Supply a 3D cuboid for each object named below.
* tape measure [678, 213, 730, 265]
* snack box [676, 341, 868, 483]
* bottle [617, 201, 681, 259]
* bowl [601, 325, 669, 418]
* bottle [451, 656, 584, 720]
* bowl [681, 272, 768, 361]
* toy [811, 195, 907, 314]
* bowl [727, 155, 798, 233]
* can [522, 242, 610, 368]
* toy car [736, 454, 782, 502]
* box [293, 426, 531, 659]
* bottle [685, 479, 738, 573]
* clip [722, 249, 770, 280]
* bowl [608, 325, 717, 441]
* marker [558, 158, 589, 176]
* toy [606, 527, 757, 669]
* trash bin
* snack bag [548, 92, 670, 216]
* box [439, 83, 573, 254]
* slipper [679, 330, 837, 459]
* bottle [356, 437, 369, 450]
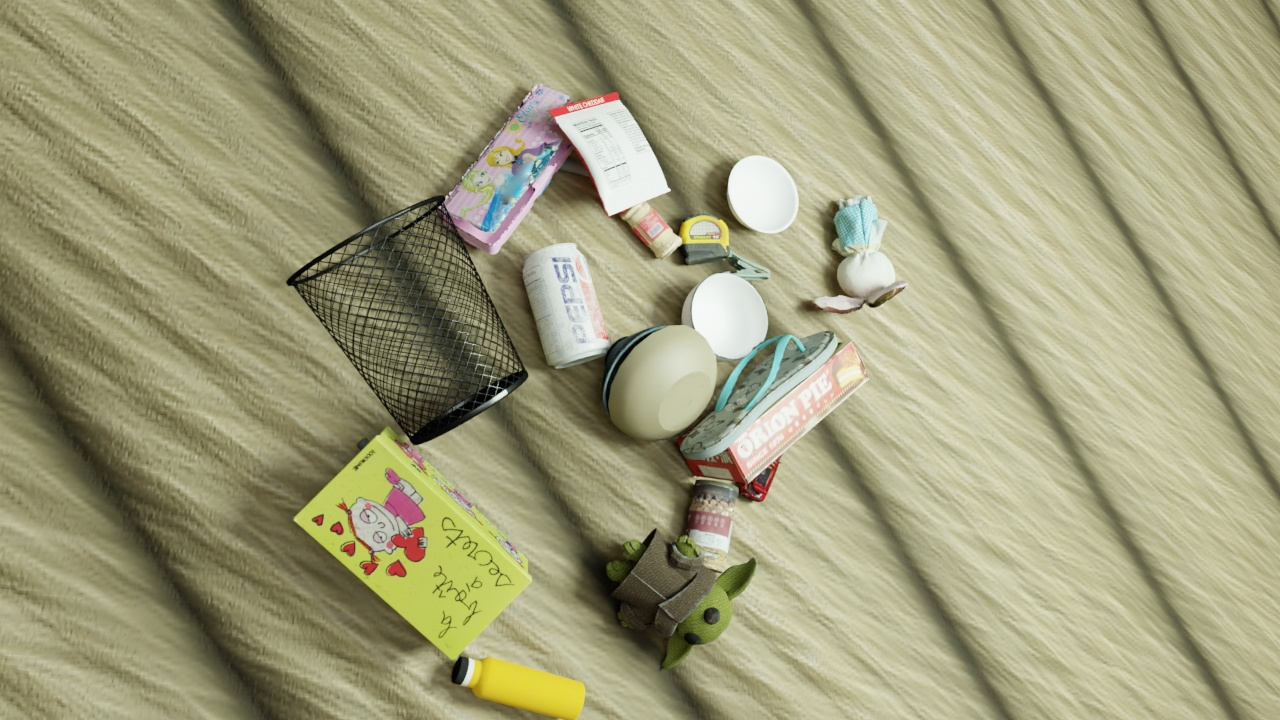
[{"bbox_3d":[0.083,-0.161,1.211,0.065,0.037,0.064,-11,84,-9],"label":"tape measure"},{"bbox_3d":[0.168,0.061,1.159,0.235,0.113,0.060,-35,105,-26],"label":"snack box"},{"bbox_3d":[0.005,-0.180,1.179,0.109,0.044,0.044,47,65,-9],"label":"bottle"},{"bbox_3d":[-0.007,0.007,1.115,0.136,0.057,0.137,-25,134,-29],"label":"bowl"},{"bbox_3d":[-0.134,0.356,1.002,0.143,0.043,0.043,23,71,-19],"label":"bottle"},{"bbox_3d":[0.101,-0.051,1.184,0.113,0.063,0.113,5,77,-24],"label":"bowl"},{"bbox_3d":[0.309,-0.145,1.299,0.105,0.131,0.205,43,40,-53],"label":"toy"},{"bbox_3d":[0.159,-0.221,1.259,0.109,0.041,0.109,5,77,-23],"label":"bowl"},{"bbox_3d":[-0.090,-0.064,1.092,0.078,0.078,0.136,-14,85,-26],"label":"can"},{"bbox_3d":[0.157,0.137,1.188,0.042,0.036,0.091,31,62,-15],"label":"toy car"},{"bbox_3d":[-0.230,0.188,0.953,0.124,0.081,0.221,-42,98,-1],"label":"box"},{"bbox_3d":[0.085,0.204,1.126,0.056,0.056,0.105,18,72,-20],"label":"bottle"},{"bbox_3d":[0.142,-0.122,1.241,0.076,0.023,0.059,12,76,-20],"label":"clip"},{"bbox_3d":[0.037,0.036,1.092,0.152,0.050,0.153,-25,134,-29],"label":"bowl"},{"bbox_3d":[-0.043,-0.240,1.185,0.140,0.016,0.016,9,75,-23],"label":"marker"},{"bbox_3d":[0.035,0.267,1.060,0.153,0.078,0.180,36,107,0],"label":"toy"},{"bbox_3d":[-0.233,-0.036,0.971,0.183,0.184,0.210,-34,100,-27],"label":"trash bin"},{"bbox_3d":[-0.033,-0.259,1.132,0.130,0.039,0.144,-32,94,-45],"label":"snack bag"},{"bbox_3d":[-0.149,-0.239,1.108,0.084,0.053,0.229,32,67,1],"label":"box"},{"bbox_3d":[0.136,0.025,1.116,0.268,0.098,0.055,-39,107,-30],"label":"slipper"},{"bbox_3d":[-0.264,0.127,0.998,0.113,0.030,0.030,46,65,-9],"label":"bottle"}]
